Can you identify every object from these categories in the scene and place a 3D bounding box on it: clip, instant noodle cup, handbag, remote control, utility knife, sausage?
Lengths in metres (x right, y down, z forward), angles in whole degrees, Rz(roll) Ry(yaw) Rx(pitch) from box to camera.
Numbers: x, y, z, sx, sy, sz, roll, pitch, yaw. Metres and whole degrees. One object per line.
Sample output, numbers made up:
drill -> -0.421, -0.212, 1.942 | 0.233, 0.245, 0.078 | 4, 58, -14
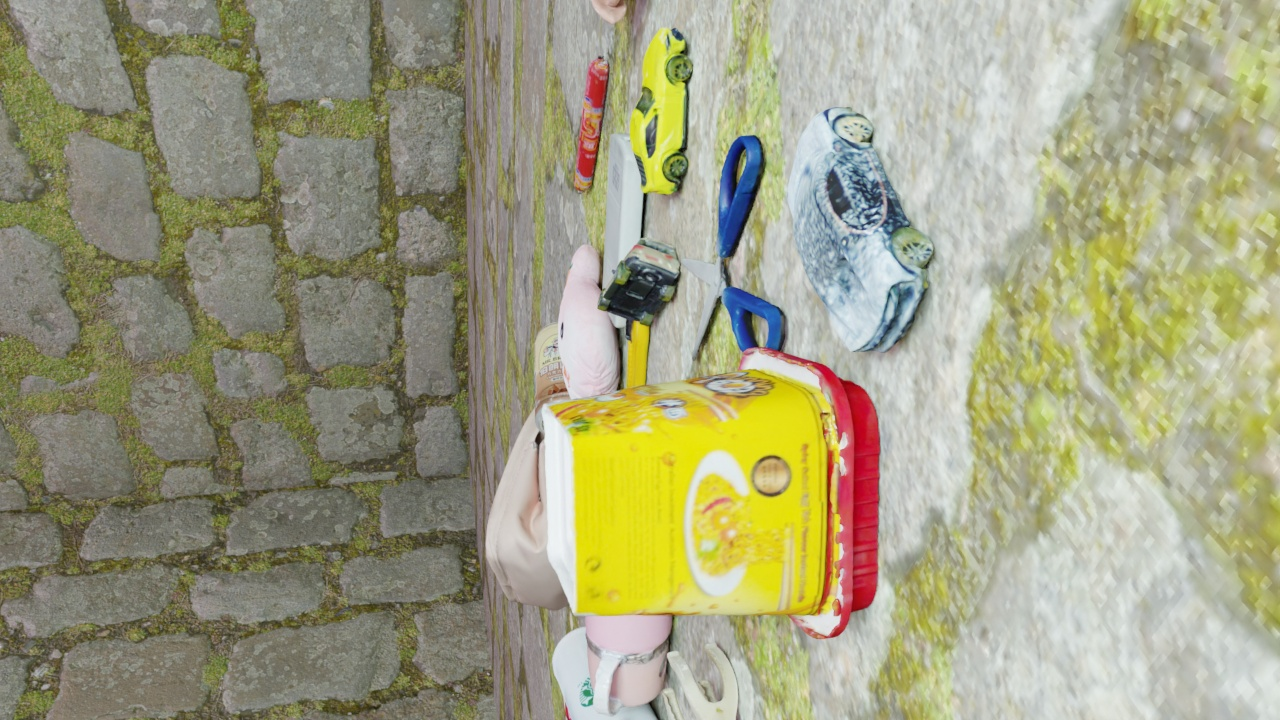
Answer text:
clip -> 0.044, 0.228, 0.553 | 0.084, 0.034, 0.104 | 108, 147, -48
instant noodle cup -> 0.024, 0.057, 0.398 | 0.116, 0.123, 0.116 | -152, 60, -74
handbag -> -0.097, 0.133, 0.981 | 0.194, 0.093, 0.233 | 90, -178, -57
remote control -> -0.013, -0.102, 0.725 | 0.058, 0.021, 0.150 | -114, 24, -56
utility knife -> -0.004, 0.004, 0.726 | 0.033, 0.015, 0.154 | -117, 27, -64
sausage -> -0.046, -0.211, 0.841 | 0.156, 0.020, 0.020 | 103, 159, -50

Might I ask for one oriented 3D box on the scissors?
scissors -> 0.048, -0.048, 0.513 | 0.175, 0.012, 0.163 | -112, 22, -55

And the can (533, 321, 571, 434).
can -> -0.077, 0.019, 0.913 | 0.116, 0.058, 0.059 | -97, 13, -45

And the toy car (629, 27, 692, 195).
toy car -> 0.011, -0.161, 0.595 | 0.048, 0.032, 0.105 | -125, 36, -66

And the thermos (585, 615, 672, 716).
thermos -> -0.012, 0.159, 0.664 | 0.087, 0.067, 0.199 | -37, -47, -63

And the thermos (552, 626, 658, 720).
thermos -> -0.024, 0.296, 0.767 | 0.224, 0.073, 0.073 | -155, 62, -74

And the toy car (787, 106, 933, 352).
toy car -> 0.078, -0.052, 0.351 | 0.049, 0.031, 0.105 | 106, 157, -52

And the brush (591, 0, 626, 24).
brush -> -0.028, -0.302, 0.660 | 0.073, 0.063, 0.145 | 106, 155, -44

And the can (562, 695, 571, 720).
can -> -0.042, 0.360, 0.883 | 0.053, 0.053, 0.132 | 102, 159, -48

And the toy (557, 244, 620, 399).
toy -> -0.048, -0.026, 0.828 | 0.121, 0.054, 0.159 | 94, 173, -48

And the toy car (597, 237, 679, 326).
toy car -> -0.001, -0.054, 0.650 | 0.091, 0.042, 0.035 | 130, 159, -63
